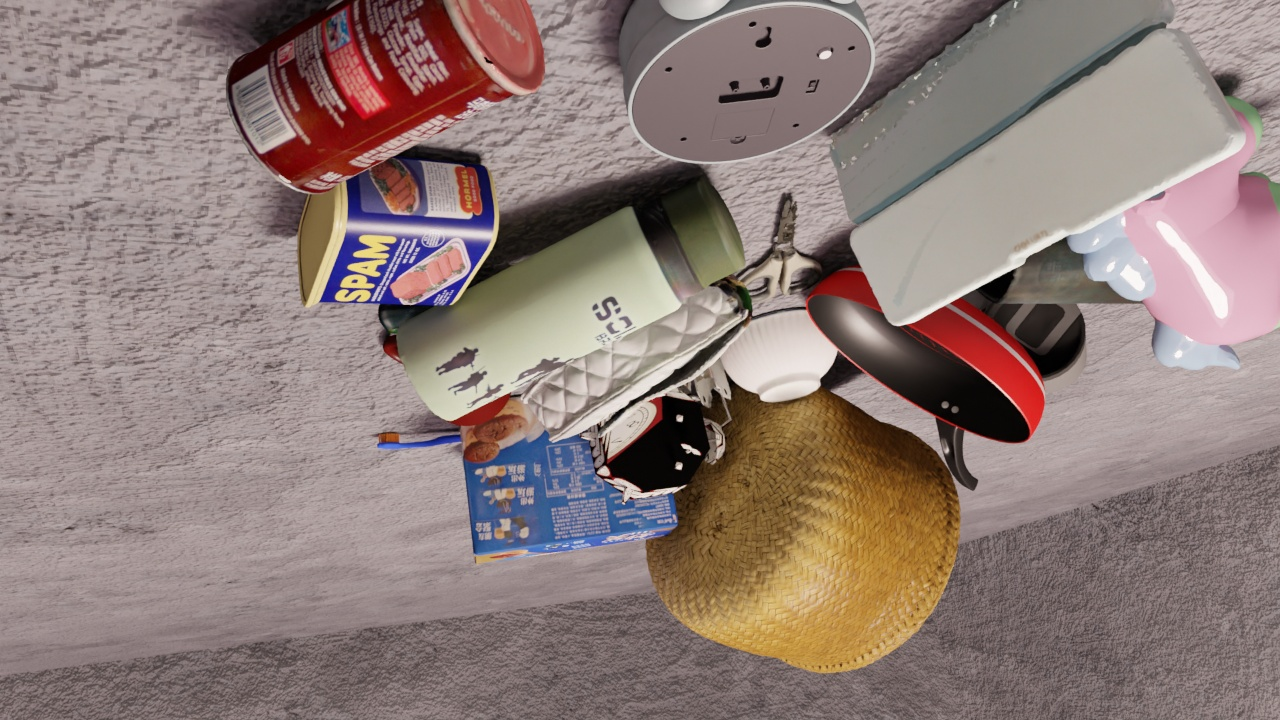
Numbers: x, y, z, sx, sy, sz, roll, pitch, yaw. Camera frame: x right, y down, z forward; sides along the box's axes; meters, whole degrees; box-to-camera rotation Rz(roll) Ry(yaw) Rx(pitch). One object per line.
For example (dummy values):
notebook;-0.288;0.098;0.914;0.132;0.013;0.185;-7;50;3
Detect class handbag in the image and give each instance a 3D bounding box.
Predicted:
handbag;-0.005;0.004;0.769;0.138;0.072;0.195;-29;175;-37

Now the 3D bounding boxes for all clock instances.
clock;0.051;-0.155;0.445;0.122;0.045;0.159;-8;159;-7
clock;0.025;0.066;0.902;0.154;0.114;0.065;-30;173;-23

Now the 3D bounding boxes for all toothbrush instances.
toothbrush;-0.195;0.081;1.004;0.182;0.018;0.016;-4;163;-25

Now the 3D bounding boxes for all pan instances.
pan;0.269;0.029;0.816;0.067;0.209;0.356;-54;139;-6

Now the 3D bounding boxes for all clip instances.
clip;0.075;0.013;0.896;0.050;0.058;0.101;-33;153;20

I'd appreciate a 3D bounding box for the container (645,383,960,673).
container;0.153;0.168;0.980;0.196;0.306;0.308;26;142;-32

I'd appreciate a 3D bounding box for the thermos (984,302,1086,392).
thermos;0.381;-0.015;0.878;0.082;0.082;0.240;-20;167;23

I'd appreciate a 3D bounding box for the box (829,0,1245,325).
box;0.188;-0.115;0.486;0.040;0.134;0.198;-7;163;-42

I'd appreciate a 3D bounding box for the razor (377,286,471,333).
razor;-0.116;-0.026;0.678;0.151;0.067;0.054;-1;178;-10

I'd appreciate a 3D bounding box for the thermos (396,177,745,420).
thermos;-0.043;-0.044;0.613;0.231;0.082;0.082;-27;157;9

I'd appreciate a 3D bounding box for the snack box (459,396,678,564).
snack box;-0.078;0.114;0.942;0.202;0.155;0.069;-7;163;-11

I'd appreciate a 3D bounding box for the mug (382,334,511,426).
mug;-0.159;0.001;0.737;0.106;0.073;0.083;18;161;6

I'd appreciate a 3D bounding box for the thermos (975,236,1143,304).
thermos;0.385;-0.086;0.737;0.220;0.098;0.098;-2;159;-8

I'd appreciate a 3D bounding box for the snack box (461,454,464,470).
snack box;-0.116;0.122;1.093;0.144;0.042;0.145;-15;165;13

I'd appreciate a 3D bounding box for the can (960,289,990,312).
can;0.273;-0.044;0.841;0.054;0.054;0.097;-4;159;-18

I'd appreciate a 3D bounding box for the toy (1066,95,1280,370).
toy;0.377;-0.078;0.640;0.171;0.120;0.222;-16;116;-6

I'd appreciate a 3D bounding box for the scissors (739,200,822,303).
scissors;0.100;-0.079;0.714;0.121;0.012;0.171;-23;159;25

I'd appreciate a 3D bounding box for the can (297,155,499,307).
can;-0.146;-0.075;0.544;0.092;0.056;0.117;0;158;-29

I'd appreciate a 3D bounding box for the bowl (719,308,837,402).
bowl;0.137;0.002;0.884;0.118;0.062;0.118;-9;160;-3

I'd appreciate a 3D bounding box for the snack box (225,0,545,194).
snack box;-0.111;-0.127;0.400;0.121;0.072;0.072;-19;159;23
